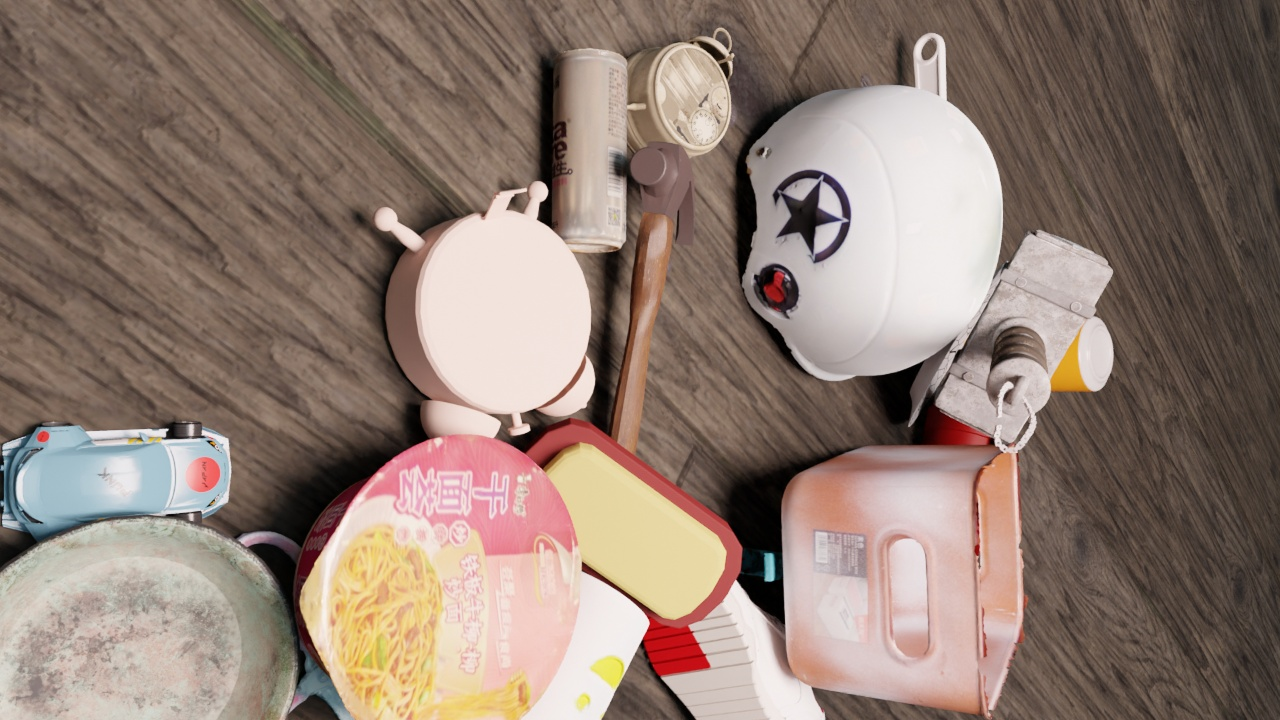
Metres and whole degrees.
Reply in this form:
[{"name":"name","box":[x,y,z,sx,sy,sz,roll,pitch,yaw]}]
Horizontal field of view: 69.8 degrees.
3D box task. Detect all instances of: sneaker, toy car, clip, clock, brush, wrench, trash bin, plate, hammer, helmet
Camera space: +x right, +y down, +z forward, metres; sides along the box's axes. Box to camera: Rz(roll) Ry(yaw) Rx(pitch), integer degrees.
[{"name":"sneaker","box":[0.083,0.235,0.745,0.236,0.091,0.104,59,33,-14]},{"name":"toy car","box":[-0.263,0.061,0.472,0.107,0.028,0.060,1,89,-41]},{"name":"clip","box":[0.098,0.172,0.781,0.120,0.104,0.027,18,79,-47]},{"name":"clock","box":[-0.090,-0.028,0.595,0.130,0.086,0.160,-19,108,-40]},{"name":"brush","box":[-0.010,0.114,0.629,0.173,0.042,0.082,37,93,-9]},{"name":"clock","box":[0.039,-0.216,0.725,0.093,0.055,0.140,48,62,-30]},{"name":"wrench","box":[0.295,-0.193,0.920,0.018,0.066,0.273,1,86,-40]},{"name":"trash bin","box":[0.229,0.167,0.776,0.259,0.158,0.181,-4,92,-61]},{"name":"plate","box":[0.311,-0.019,0.921,0.188,0.016,0.189,-49,159,-26]},{"name":"hammer","box":[-0.004,0.004,0.673,0.115,0.033,0.323,5,94,-77]},{"name":"helmet","box":[0.222,-0.105,0.797,0.236,0.164,0.264,-12,104,-35]},{"name":"hammer","box":[0.292,-0.003,0.707,0.325,0.079,0.177,-25,140,-65]}]

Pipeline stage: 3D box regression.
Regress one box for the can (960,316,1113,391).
[{"name":"can","box":[0.431,-0.006,1.003,0.079,0.143,0.079,1,88,-41]}]

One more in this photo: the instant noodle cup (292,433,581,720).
[{"name":"instant noodle cup","box":[-0.126,0.134,0.550,0.178,0.078,0.178,7,80,-45]}]

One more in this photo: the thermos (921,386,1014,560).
[{"name":"thermos","box":[0.329,0.129,0.936,0.084,0.108,0.198,22,77,-21]}]

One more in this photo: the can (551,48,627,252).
[{"name":"can","box":[-0.036,-0.148,0.657,0.054,0.054,0.135,1,89,-41]}]

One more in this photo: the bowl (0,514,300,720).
[{"name":"bowl","box":[-0.256,0.156,0.458,0.157,0.039,0.157,3,84,-32]}]

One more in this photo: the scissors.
[{"name":"scissors","box":[-0.202,0.172,0.534,0.170,0.014,0.173,-11,97,-40]}]

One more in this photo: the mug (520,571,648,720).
[{"name":"mug","box":[-0.054,0.204,0.618,0.082,0.083,0.106,48,59,-30]}]
